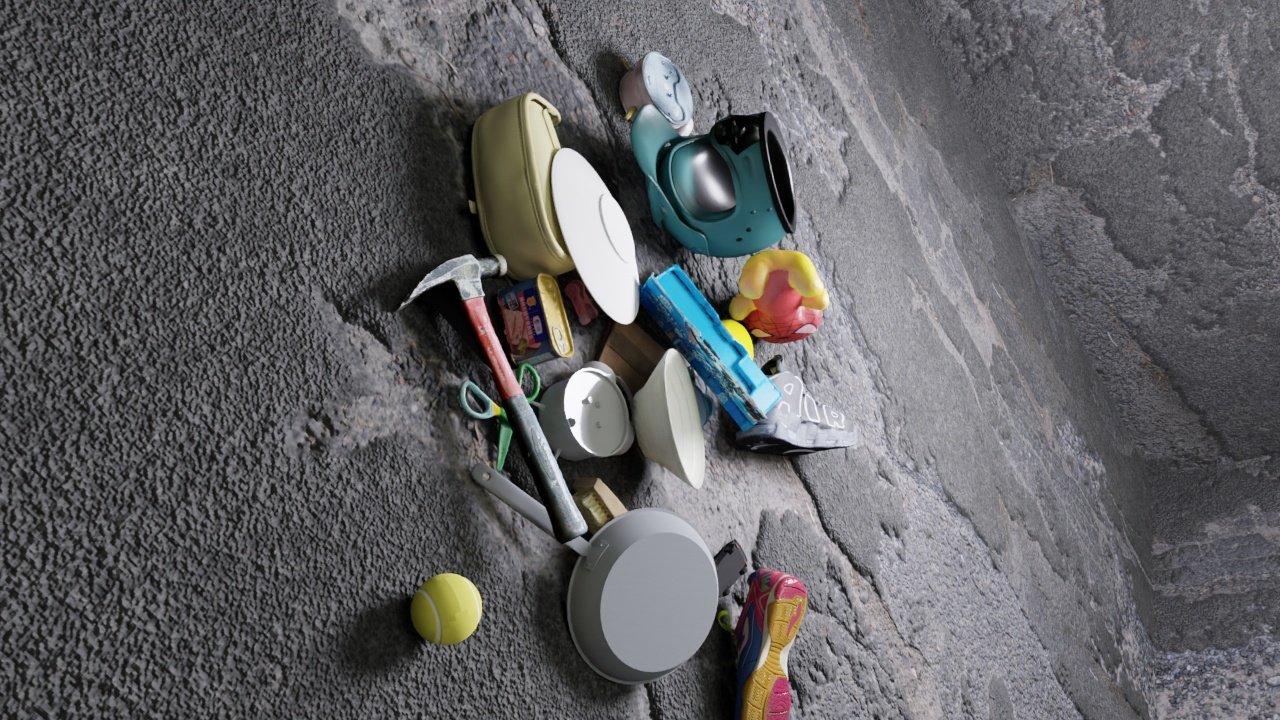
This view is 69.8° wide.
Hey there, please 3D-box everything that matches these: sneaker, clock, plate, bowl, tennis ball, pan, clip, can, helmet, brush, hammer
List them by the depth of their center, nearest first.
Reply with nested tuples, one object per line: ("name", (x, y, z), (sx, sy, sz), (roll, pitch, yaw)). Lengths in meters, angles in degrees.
("tennis ball", (-0.182, 0.233, 0.860), (0.065, 0.065, 0.065), (24, 57, -43))
("hammer", (-0.143, 0.042, 0.973), (0.140, 0.037, 0.326), (-20, 83, -44))
("pan", (-0.043, 0.222, 1.017), (0.356, 0.051, 0.200), (42, 70, -23))
("can", (-0.121, -0.043, 1.051), (0.054, 0.059, 0.099), (5, 69, -68))
("brush", (-0.039, 0.189, 1.069), (0.039, 0.049, 0.117), (-44, 109, -31))
("clock", (-0.054, 0.061, 1.095), (0.158, 0.061, 0.120), (-19, 89, -51))
("plate", (-0.040, -0.158, 1.136), (0.229, 0.030, 0.228), (54, 26, -42))
("bowl", (0.030, 0.077, 1.143), (0.176, 0.058, 0.176), (-11, 90, -76))
("clip", (-0.077, -0.071, 1.161), (0.060, 0.023, 0.044), (51, 40, -31))
("sneaker", (0.154, 0.396, 1.200), (0.116, 0.091, 0.241), (21, 78, -38))
("clock", (0.066, 0.054, 1.268), (0.087, 0.042, 0.122), (54, 35, -20))
("helmet", (0.101, -0.254, 1.301), (0.275, 0.200, 0.176), (48, 40, -59))
("clock", (0.034, -0.399, 1.407), (0.157, 0.059, 0.116), (9, 68, -49))
("sneaker", (0.234, 0.066, 1.413), (0.252, 0.097, 0.150), (8, 71, -43))

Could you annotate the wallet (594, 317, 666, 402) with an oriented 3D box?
("wallet", (-0.007, 0.007, 1.206), (0.121, 0.027, 0.098), (44, 47, -29))

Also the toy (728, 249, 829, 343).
("toy", (0.213, -0.093, 1.401), (0.216, 0.147, 0.098), (67, 31, -68))

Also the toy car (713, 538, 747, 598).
("toy car", (0.108, 0.279, 1.218), (0.091, 0.036, 0.042), (-40, 107, -40))

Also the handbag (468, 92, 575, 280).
("handbag", (-0.130, -0.212, 1.116), (0.190, 0.089, 0.232), (-7, 79, -67))

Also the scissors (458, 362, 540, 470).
("scissors", (-0.149, 0.058, 1.006), (0.130, 0.011, 0.125), (20, 70, -29))

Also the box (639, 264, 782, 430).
("box", (0.085, -0.013, 1.246), (0.243, 0.070, 0.170), (51, 17, 2))

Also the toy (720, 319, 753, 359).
("toy", (0.138, -0.016, 1.380), (0.095, 0.041, 0.094), (22, 63, -44))
